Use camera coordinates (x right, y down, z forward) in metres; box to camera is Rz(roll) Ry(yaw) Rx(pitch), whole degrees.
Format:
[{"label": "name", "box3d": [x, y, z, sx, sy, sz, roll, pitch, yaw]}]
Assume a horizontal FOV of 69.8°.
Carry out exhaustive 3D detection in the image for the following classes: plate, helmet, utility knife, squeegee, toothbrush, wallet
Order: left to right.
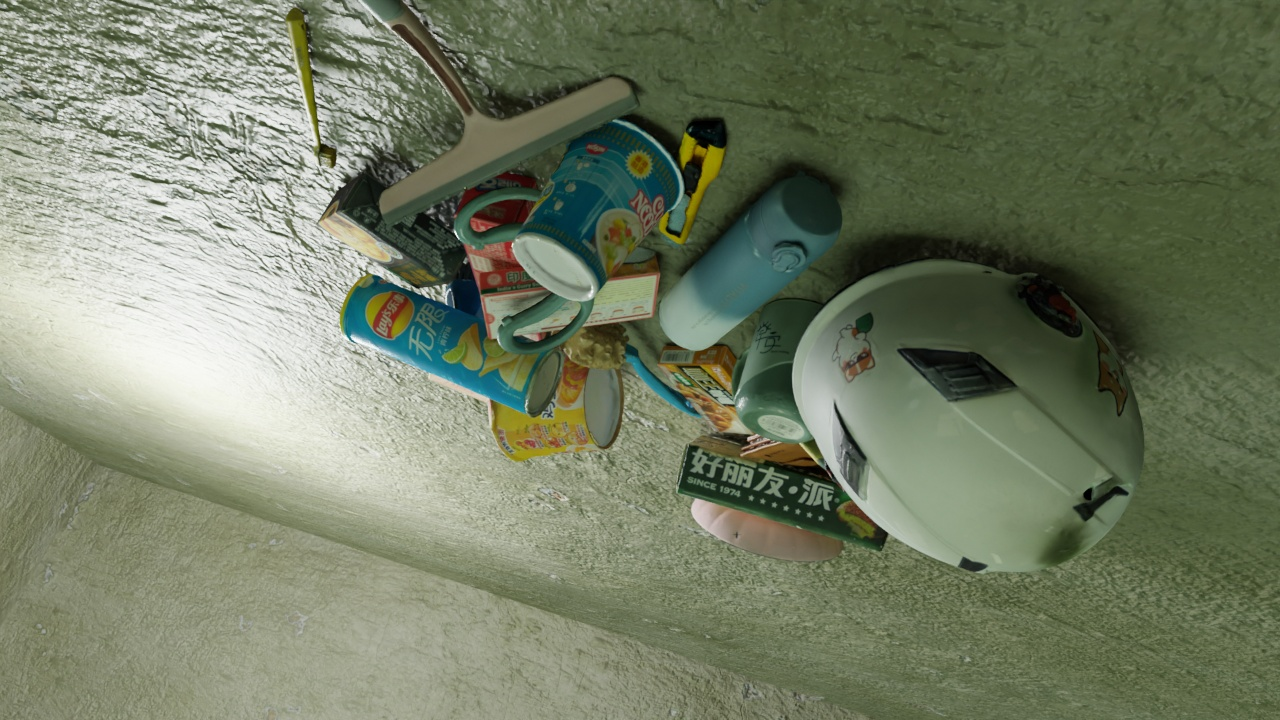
[{"label": "toothbrush", "box3d": [-0.267, -0.214, 0.750, 0.016, 0.015, 0.190, 17, 155, -5]}, {"label": "squeegee", "box3d": [-0.165, -0.227, 0.622, 0.248, 0.040, 0.249, -17, 134, 29]}, {"label": "utility knife", "box3d": [0.037, -0.127, 0.701, 0.033, 0.015, 0.171, 22, 155, 2]}, {"label": "plate", "box3d": [0.161, 0.191, 1.144, 0.192, 0.039, 0.192, 11, -168, -3]}, {"label": "utility knife", "box3d": [0.144, 0.059, 0.868, 0.031, 0.022, 0.212, 30, -164, -20]}, {"label": "wallet", "box3d": [0.189, 0.094, 0.986, 0.131, 0.031, 0.108, 13, 159, -24]}, {"label": "helmet", "box3d": [0.250, 0.064, 0.679, 0.274, 0.156, 0.231, 31, 123, -23]}]

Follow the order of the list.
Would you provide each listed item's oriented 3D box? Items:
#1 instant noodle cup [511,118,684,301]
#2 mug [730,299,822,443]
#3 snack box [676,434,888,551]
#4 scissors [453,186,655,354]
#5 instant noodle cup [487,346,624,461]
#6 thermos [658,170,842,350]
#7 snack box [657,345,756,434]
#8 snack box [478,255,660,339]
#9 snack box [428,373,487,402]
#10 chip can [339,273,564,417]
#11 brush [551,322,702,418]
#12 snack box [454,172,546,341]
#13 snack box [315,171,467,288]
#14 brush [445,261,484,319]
[{"label": "instant noodle cup", "box3d": [-0.036, -0.105, 0.671, 0.099, 0.109, 0.099, 26, 157, 12]}, {"label": "mug", "box3d": [0.123, 0.014, 0.817, 0.082, 0.106, 0.112, 35, 152, -32]}, {"label": "snack box", "box3d": [0.168, 0.148, 1.062, 0.240, 0.063, 0.114, 15, -177, 11]}, {"label": "scissors", "box3d": [-0.075, -0.068, 0.762, 0.170, 0.019, 0.181, 4, 120, -21]}, {"label": "instant noodle cup", "box3d": [-0.087, 0.045, 1.017, 0.110, 0.137, 0.138, 0, 149, 23]}, {"label": "thermos", "box3d": [0.080, -0.071, 0.722, 0.070, 0.070, 0.221, 25, 156, -11]}, {"label": "snack box", "box3d": [0.085, 0.033, 0.981, 0.075, 0.026, 0.154, 2, 150, 33]}, {"label": "snack box", "box3d": [-0.063, -0.057, 0.820, 0.155, 0.027, 0.077, -8, 153, -7]}, {"label": "snack box", "box3d": [-0.217, 0.003, 1.143, 0.084, 0.026, 0.158, 23, 155, -6]}, {"label": "chip can", "box3d": [-0.181, -0.016, 0.881, 0.210, 0.071, 0.071, 21, 156, 14]}, {"label": "brush", "box3d": [-0.006, 0.006, 0.953, 0.046, 0.083, 0.254, -33, 140, 19]}, {"label": "snack box", "box3d": [-0.119, -0.090, 0.845, 0.058, 0.057, 0.208, 14, 154, 7]}, {"label": "snack box", "box3d": [-0.228, -0.117, 0.843, 0.113, 0.053, 0.126, 35, 163, -26]}, {"label": "brush", "box3d": [-0.177, -0.043, 0.964, 0.055, 0.073, 0.144, 12, 154, -3]}]
